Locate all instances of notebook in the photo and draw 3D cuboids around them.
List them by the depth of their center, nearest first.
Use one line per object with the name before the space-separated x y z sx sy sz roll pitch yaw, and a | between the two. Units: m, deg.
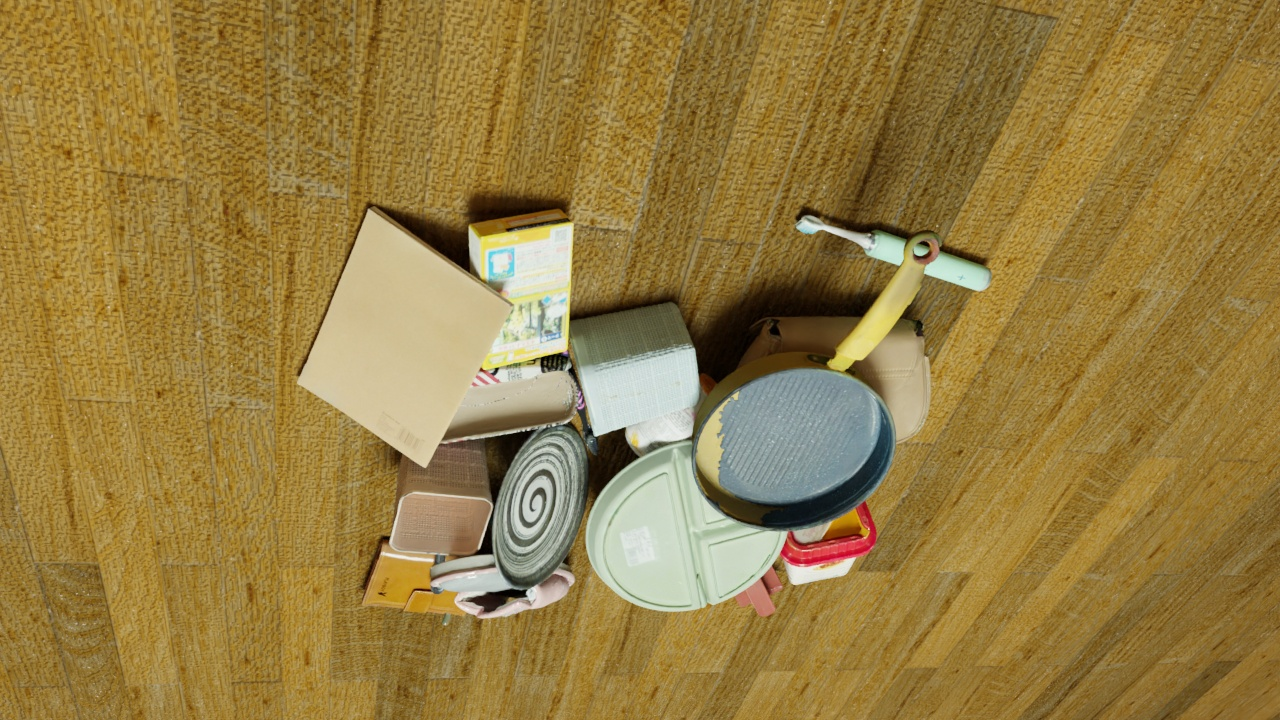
notebook | -0.218 -0.013 0.830 0.149 0.012 0.212 35 121 1

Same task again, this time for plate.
plate | -0.108 0.150 0.964 0.024 0.178 0.180 12 138 26
plate | 0.056 0.186 0.990 0.230 0.027 0.231 -5 120 -9

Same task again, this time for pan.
pan | 0.172 0.026 0.840 0.197 0.078 0.358 14 120 -13

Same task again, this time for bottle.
bottle | 0.037 0.059 0.963 0.109 0.063 0.063 -40 127 23

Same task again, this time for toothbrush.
toothbrush | 0.249 -0.106 0.888 0.224 0.026 0.027 14 148 -23
toothbrush | -0.067 0.032 0.949 0.014 0.017 0.189 -20 131 -7

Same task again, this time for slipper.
slipper | -0.149 0.260 1.037 0.114 0.054 0.274 -13 159 10

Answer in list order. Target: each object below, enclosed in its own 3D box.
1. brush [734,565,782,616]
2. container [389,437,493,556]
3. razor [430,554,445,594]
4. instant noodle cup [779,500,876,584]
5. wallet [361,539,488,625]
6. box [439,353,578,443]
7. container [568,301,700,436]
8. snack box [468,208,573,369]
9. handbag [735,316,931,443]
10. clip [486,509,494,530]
brush | 0.136 0.265 1.159 0.063 0.069 0.146 -25 131 3
container | -0.204 0.126 0.939 0.090 0.110 0.090 8 129 -19
razor | -0.226 0.208 1.052 0.042 0.022 0.143 -2 117 -28
instant noodle cup | 0.211 0.206 1.105 0.116 0.116 0.124 -11 144 -3
wallet | -0.261 0.267 1.107 0.130 0.035 0.119 12 121 -22
box | -0.143 0.038 0.896 0.162 0.075 0.085 -11 105 -2
container | -0.005 0.005 0.892 0.111 0.090 0.090 -13 133 -4
snack box | -0.107 -0.063 0.824 0.086 0.033 0.141 -15 129 -26
handbag | 0.193 0.019 0.943 0.204 0.099 0.148 0 123 -12
clip | -0.164 0.196 1.075 0.024 0.028 0.057 -25 123 7
